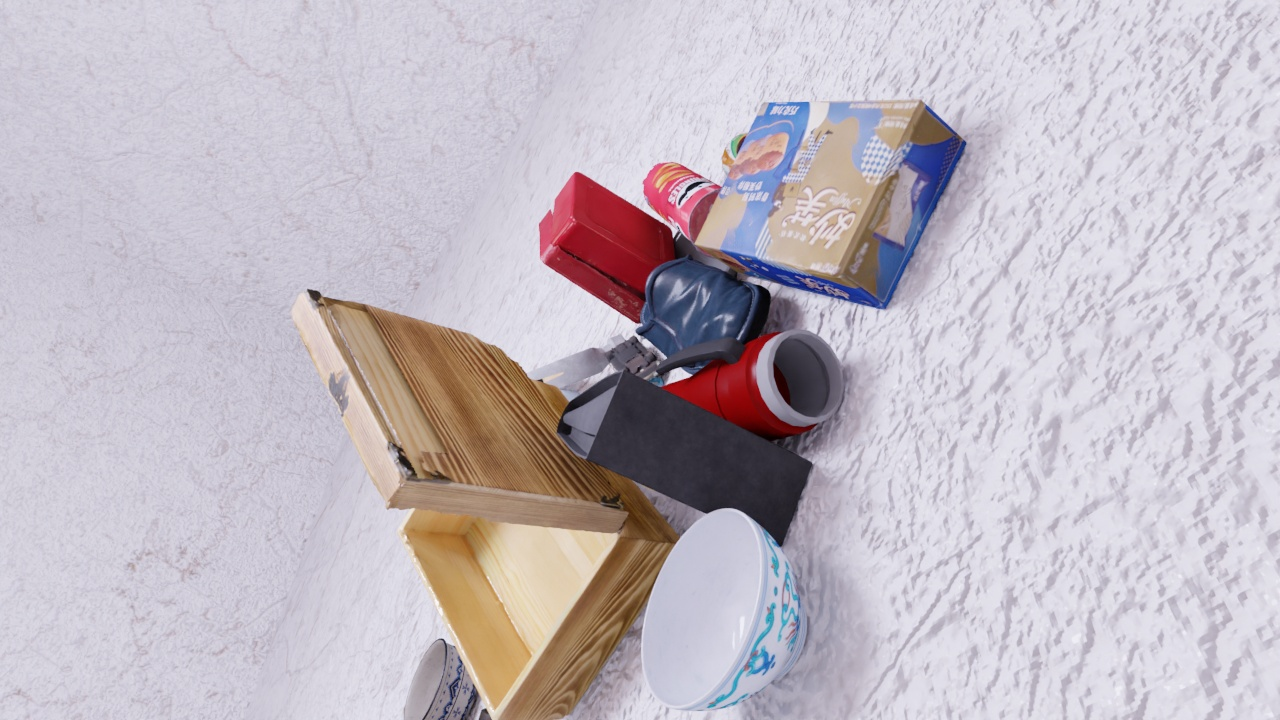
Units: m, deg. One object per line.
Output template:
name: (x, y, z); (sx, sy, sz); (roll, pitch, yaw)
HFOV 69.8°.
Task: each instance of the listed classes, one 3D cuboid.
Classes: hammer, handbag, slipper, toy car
hammer: (-0.120, 0.022, 1.286); (0.039, 0.131, 0.329); (69, 161, -1)
handbag: (0.014, 0.081, 0.787); (0.072, 0.175, 0.196); (-67, 18, -11)
slipper: (0.038, -0.057, 0.943); (0.109, 0.083, 0.265); (-60, 23, 2)
toy car: (-0.007, 0.006, 1.096); (0.048, 0.040, 0.113); (-33, 26, -4)

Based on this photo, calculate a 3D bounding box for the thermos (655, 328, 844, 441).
thermos: (0.074, 0.028, 0.795); (0.083, 0.108, 0.199); (-56, 15, -29)

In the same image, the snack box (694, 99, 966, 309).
snack box: (0.157, -0.143, 0.805); (0.203, 0.069, 0.155); (25, 90, 58)

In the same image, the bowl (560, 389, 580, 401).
bowl: (-0.126, 0.085, 1.287); (0.107, 0.039, 0.106); (-49, 25, 33)

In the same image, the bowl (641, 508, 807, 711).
bowl: (0.071, 0.187, 0.661); (0.144, 0.074, 0.143); (-49, 25, 33)

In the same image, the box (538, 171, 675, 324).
box: (-0.039, -0.138, 1.115); (0.098, 0.157, 0.129); (-46, 27, 25)

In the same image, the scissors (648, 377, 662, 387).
scissors: (-0.021, 0.081, 1.043); (0.142, 0.015, 0.095); (-45, 32, 7)

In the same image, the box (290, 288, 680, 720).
box: (-0.175, 0.128, 0.848); (0.286, 0.336, 0.279); (-56, 44, 13)

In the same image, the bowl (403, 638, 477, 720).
bowl: (-0.244, 0.414, 1.149); (0.116, 0.059, 0.115); (-49, 25, 33)

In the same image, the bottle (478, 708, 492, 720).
bottle: (-0.167, 0.458, 0.944); (0.045, 0.045, 0.184); (-11, 63, 64)

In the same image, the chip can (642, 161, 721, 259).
chip can: (0.060, -0.178, 1.048); (0.073, 0.073, 0.233); (-59, 21, 11)

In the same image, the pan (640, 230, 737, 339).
pan: (0.074, -0.068, 1.021); (0.217, 0.024, 0.353); (-53, 23, 25)

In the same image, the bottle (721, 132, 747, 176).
bottle: (0.145, -0.198, 0.966); (0.059, 0.059, 0.167); (-60, 30, 10)
